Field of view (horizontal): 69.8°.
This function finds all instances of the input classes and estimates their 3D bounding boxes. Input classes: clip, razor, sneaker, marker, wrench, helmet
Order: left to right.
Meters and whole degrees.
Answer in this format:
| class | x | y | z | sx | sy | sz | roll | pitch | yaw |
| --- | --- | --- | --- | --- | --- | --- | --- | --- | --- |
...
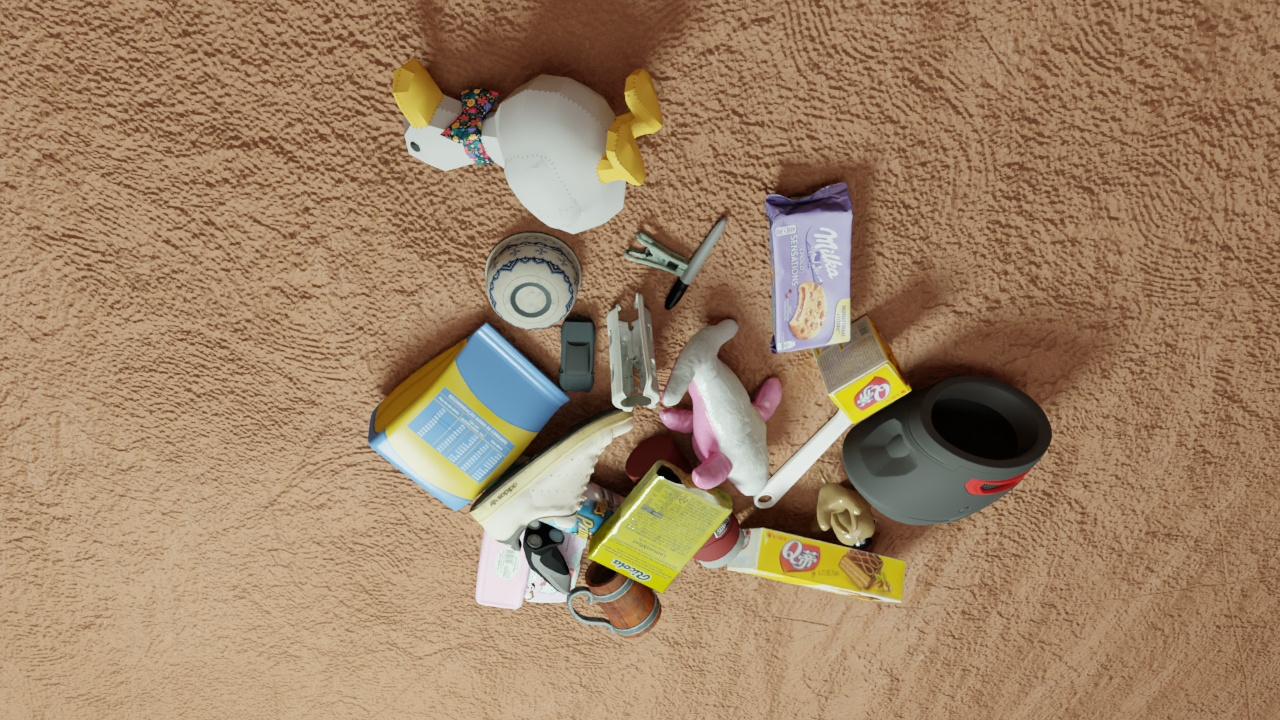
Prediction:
| class | x | y | z | sx | sy | sz | roll | pitch | yaw |
| --- | --- | --- | --- | --- | --- | --- | --- | --- | --- |
| razor | -0.129 | 0.282 | 1.292 | 0.060 | 0.057 | 0.156 | -9 | 134 | 0 |
| sneaker | -0.094 | 0.154 | 1.168 | 0.241 | 0.089 | 0.102 | -35 | 93 | -9 |
| clip | -0.016 | 0.006 | 1.113 | 0.091 | 0.125 | 0.152 | 1 | 150 | -7 |
| clip | 0.019 | -0.122 | 1.076 | 0.074 | 0.023 | 0.035 | 22 | 120 | -19 |
| marker | 0.065 | -0.112 | 1.085 | 0.016 | 0.022 | 0.139 | 26 | 121 | -13 |
| wrench | 0.244 | 0.114 | 1.255 | 0.066 | 0.018 | 0.274 | 27 | 121 | -20 |
| helmet | 0.379 | 0.126 | 1.179 | 0.264 | 0.164 | 0.170 | -4 | 144 | -20 |

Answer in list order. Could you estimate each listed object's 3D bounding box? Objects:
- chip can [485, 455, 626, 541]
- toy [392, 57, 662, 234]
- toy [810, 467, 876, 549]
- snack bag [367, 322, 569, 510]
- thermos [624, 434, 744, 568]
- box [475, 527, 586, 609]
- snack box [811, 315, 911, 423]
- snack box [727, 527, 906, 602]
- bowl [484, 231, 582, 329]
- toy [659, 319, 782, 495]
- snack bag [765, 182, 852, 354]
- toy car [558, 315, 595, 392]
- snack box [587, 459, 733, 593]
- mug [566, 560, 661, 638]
| class | x | y | z | sx | sy | sz | roll | pitch | yaw |
| --- | --- | --- | --- | --- | --- | --- | --- | --- | --- |
| chip can | -0.095 | 0.196 | 1.258 | 0.229 | 0.079 | 0.080 | 27 | 119 | -17 |
| toy | -0.110 | -0.217 | 0.942 | 0.268 | 0.140 | 0.247 | -1 | 147 | 27 |
| toy | 0.284 | 0.207 | 1.273 | 0.134 | 0.105 | 0.108 | -30 | 143 | 17 |
| snack bag | -0.215 | 0.066 | 1.156 | 0.205 | 0.102 | 0.159 | -40 | 118 | 10 |
| thermos | 0.054 | 0.197 | 1.270 | 0.108 | 0.083 | 0.198 | -9 | 129 | 42 |
| box | -0.159 | 0.287 | 1.339 | 0.154 | 0.044 | 0.202 | 8 | 123 | -9 |
| snack box | 0.270 | 0.011 | 1.129 | 0.084 | 0.105 | 0.061 | -33 | 120 | 19 |
| snack box | 0.252 | 0.296 | 1.322 | 0.230 | 0.061 | 0.110 | 15 | 164 | -13 |
| bowl | -0.127 | -0.085 | 1.071 | 0.115 | 0.059 | 0.116 | -1 | 125 | -2 |
| toy | 0.088 | 0.073 | 1.173 | 0.128 | 0.186 | 0.266 | 12 | 140 | 39 |
| snack bag | 0.195 | -0.106 | 1.075 | 0.096 | 0.058 | 0.206 | -7 | 122 | -1 |
| toy car | -0.079 | -0.005 | 1.145 | 0.046 | 0.034 | 0.112 | 2 | 125 | -4 |
| snack box | 0.026 | 0.215 | 1.200 | 0.121 | 0.045 | 0.181 | 28 | 119 | -15 |
| mug | -0.043 | 0.357 | 1.366 | 0.117 | 0.081 | 0.111 | -32 | 118 | -2 |
